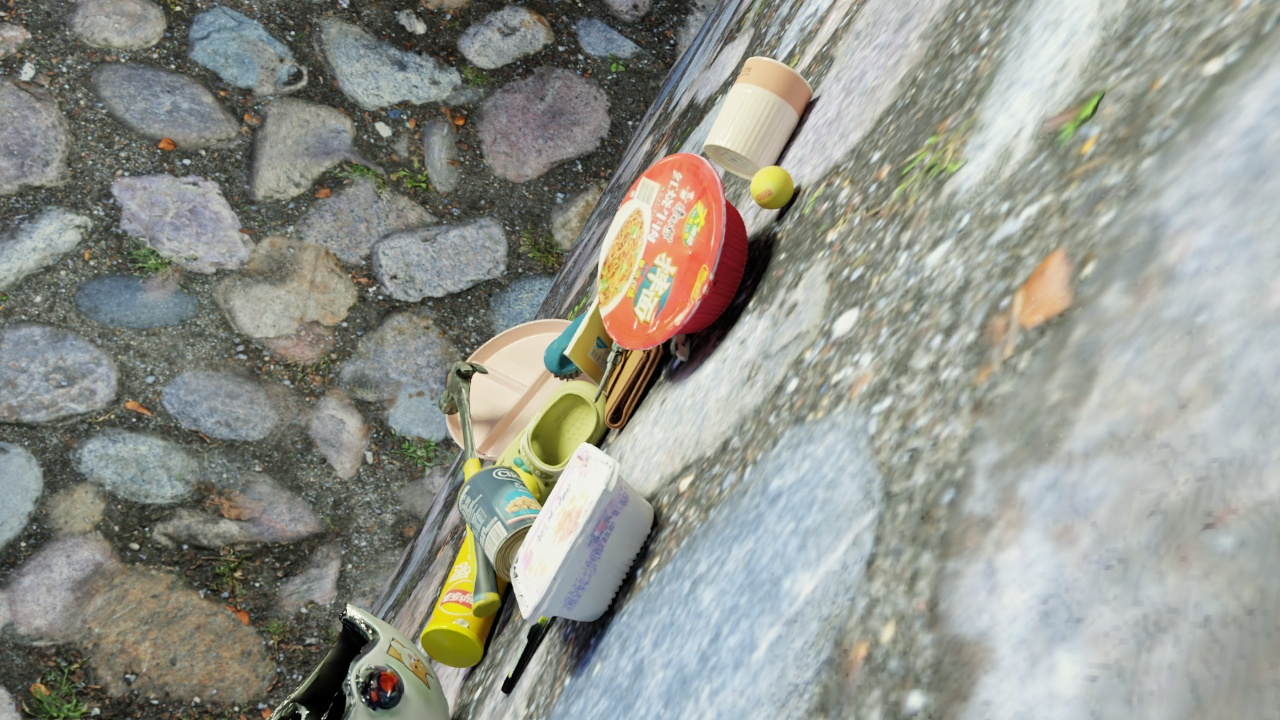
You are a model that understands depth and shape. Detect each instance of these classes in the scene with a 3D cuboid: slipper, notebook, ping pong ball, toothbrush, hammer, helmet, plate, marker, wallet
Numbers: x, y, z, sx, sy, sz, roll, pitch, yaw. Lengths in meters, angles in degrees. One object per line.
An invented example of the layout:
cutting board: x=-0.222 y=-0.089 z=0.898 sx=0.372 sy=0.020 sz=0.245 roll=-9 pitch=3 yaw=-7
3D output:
slipper: x=-0.111 y=0.105 z=1.040 sx=0.190 sy=0.091 sz=0.081 roll=-54 pitch=-15 yaw=7
notebook: x=-0.015 y=-0.069 z=1.106 sx=0.206 sy=0.010 sz=0.146 roll=-62 pitch=-25 yaw=-11
ping pong ball: x=0.123 y=-0.161 z=0.854 sx=0.040 sy=0.040 sz=0.040 roll=-56 pitch=11 yaw=17
toothbrush: x=0.046 y=-0.042 z=0.956 sx=0.018 sy=0.016 sz=0.191 roll=-44 pitch=15 yaw=19
hammer: x=-0.197 y=0.138 z=1.073 sx=0.126 sy=0.031 sz=0.322 roll=122 pitch=144 yaw=-44
helmet: x=-0.272 y=0.384 z=0.894 sx=0.230 sy=0.157 sz=0.274 roll=-56 pitch=22 yaw=10
plate: x=-0.147 y=0.040 z=1.208 sx=0.228 sy=0.230 sz=0.028 roll=-66 pitch=-31 yaw=-31
marker: x=-0.094 y=0.247 z=0.831 sx=0.124 sy=0.015 sz=0.018 roll=-62 pitch=10 yaw=3
wallet: x=-0.006 y=0.006 z=1.022 sx=0.108 sy=0.031 sz=0.131 roll=-60 pitch=10 yaw=18

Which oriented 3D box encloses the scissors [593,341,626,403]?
scissors: x=-0.020 y=-0.027 z=1.043 sx=0.185 sy=0.019 sz=0.129 roll=-63 pitch=6 yaw=6

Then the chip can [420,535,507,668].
chip can: x=-0.190 y=0.254 z=1.086 sx=0.072 sy=0.072 sz=0.212 roll=-52 pitch=13 yaw=35

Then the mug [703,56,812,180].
mug: x=0.129 y=-0.256 z=1.007 sx=0.106 sy=0.082 sz=0.114 roll=-62 pitch=-16 yaw=-4

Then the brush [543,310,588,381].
brush: x=-0.061 y=-0.033 z=1.164 sx=0.143 sy=0.055 sz=0.073 roll=-34 pitch=-27 yaw=-9

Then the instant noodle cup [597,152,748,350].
instant noodle cup: x=0.037 y=-0.098 z=0.881 sx=0.194 sy=0.065 sz=0.193 roll=-23 pitch=61 yaw=49

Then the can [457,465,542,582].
can: x=-0.136 y=0.169 z=0.951 sx=0.075 sy=0.075 sz=0.111 roll=-58 pitch=40 yaw=9

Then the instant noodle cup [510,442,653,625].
instant noodle cup: x=-0.046 y=0.146 z=0.756 sx=0.138 sy=0.060 sz=0.173 roll=-61 pitch=10 yaw=-5
